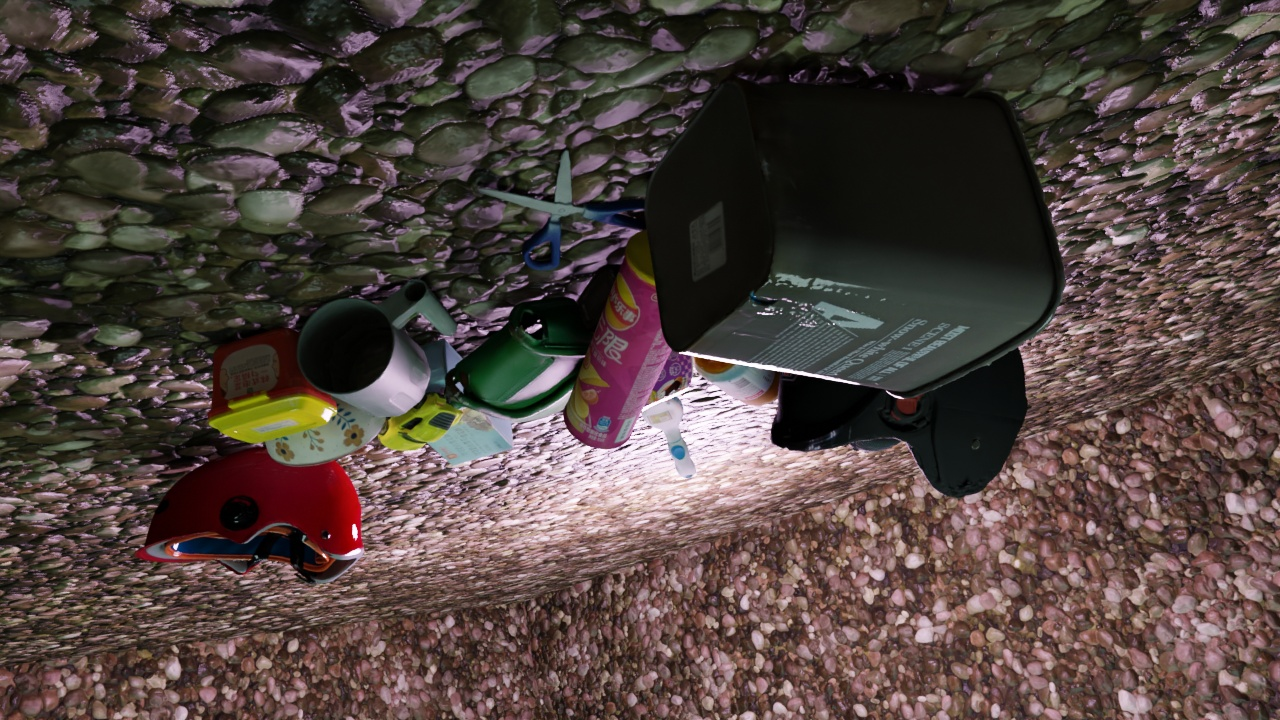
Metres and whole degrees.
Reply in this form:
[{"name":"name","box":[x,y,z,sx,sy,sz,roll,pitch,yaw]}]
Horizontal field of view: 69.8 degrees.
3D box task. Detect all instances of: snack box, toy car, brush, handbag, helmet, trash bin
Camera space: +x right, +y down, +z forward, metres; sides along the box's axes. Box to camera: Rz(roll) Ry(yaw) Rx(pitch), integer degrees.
[{"name":"snack box","box":[-0.321,0.020,0.795,0.091,0.080,0.082,-15,163,5]},{"name":"toy car","box":[-0.216,0.065,0.896,0.105,0.032,0.048,-31,142,33]},{"name":"brush","box":[0.033,0.073,1.167,0.060,0.109,0.314,-18,162,3]},{"name":"handbag","box":[-0.111,0.001,0.867,0.132,0.068,0.120,-37,161,30]},{"name":"helmet","box":[-0.441,0.171,1.066,0.239,0.143,0.207,8,155,-18]},{"name":"trash bin","box":[0.138,-0.086,0.658,0.219,0.198,0.200,2,157,-26]},{"name":"helmet","box":[0.268,0.014,0.980,0.274,0.230,0.233,-8,-174,-10]},{"name":"snack box","box":[-0.199,0.048,0.954,0.074,0.051,0.175,-17,147,8]}]

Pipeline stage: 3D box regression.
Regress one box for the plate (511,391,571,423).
[{"name":"plate","box":[-0.133,0.039,1.064,0.164,0.034,0.164,-17,161,10]}]

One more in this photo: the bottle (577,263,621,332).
[{"name":"bottle","box":[0.038,-0.058,0.885,0.194,0.044,0.080,-2,150,-36]}]

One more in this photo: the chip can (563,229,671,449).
[{"name":"chip can","box":[-0.009,-0.012,0.798,0.071,0.071,0.211,-4,140,-28]}]

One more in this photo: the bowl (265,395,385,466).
[{"name":"bowl","box":[-0.306,0.043,0.873,0.113,0.113,0.062,-12,118,-6]}]

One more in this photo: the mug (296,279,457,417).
[{"name":"mug","box":[-0.220,-0.011,0.799,0.124,0.083,0.103,-38,164,-6]}]

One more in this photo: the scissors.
[{"name":"scissors","box":[-0.054,-0.112,0.709,0.162,0.012,0.176,-5,159,-24]}]

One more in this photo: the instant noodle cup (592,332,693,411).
[{"name":"instant noodle cup","box":[-0.006,0.006,0.953,0.099,0.111,0.112,-14,164,-23]}]

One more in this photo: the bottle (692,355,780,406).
[{"name":"bottle","box":[0.115,0.010,1.015,0.068,0.068,0.189,-20,158,19]}]
